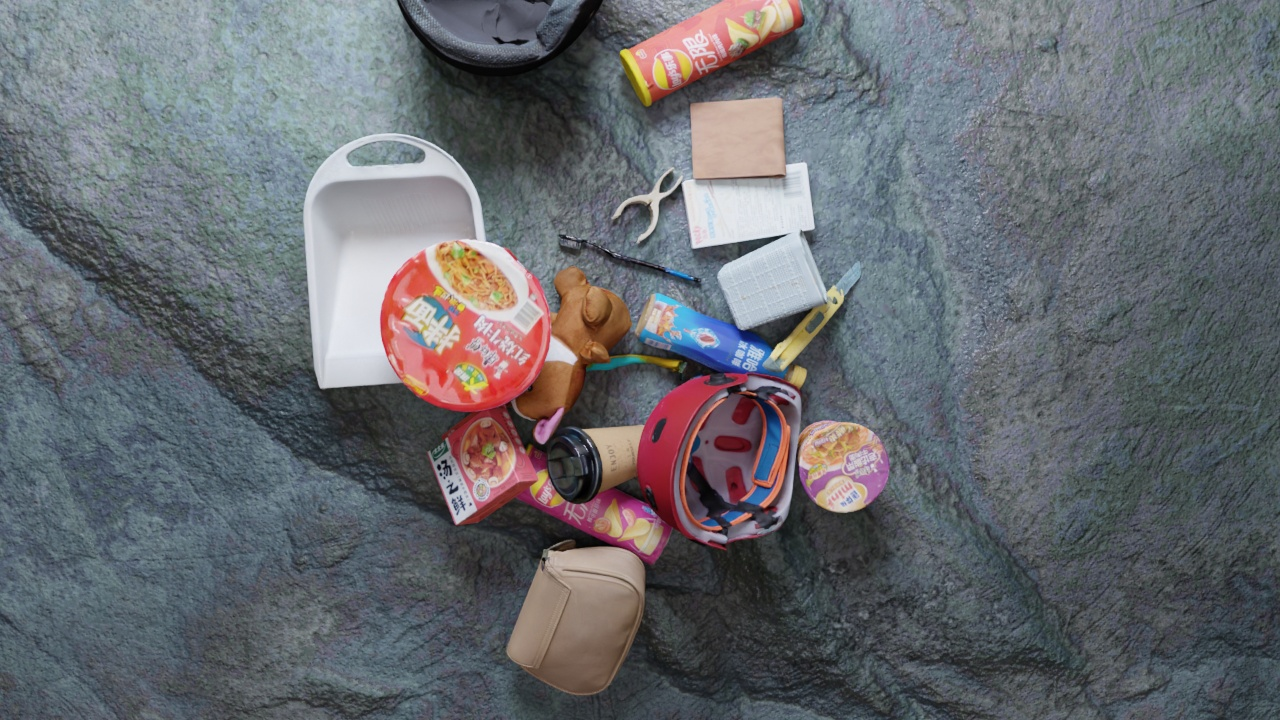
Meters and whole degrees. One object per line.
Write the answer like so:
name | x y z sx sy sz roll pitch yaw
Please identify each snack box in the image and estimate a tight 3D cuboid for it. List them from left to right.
snack box | -0.199 0.119 1.123 0.113 0.044 0.127 -36 69 24
snack box | 0.135 -0.193 1.147 0.157 0.027 0.085 -9 98 -1

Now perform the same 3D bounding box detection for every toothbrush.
toothbrush | -0.014 -0.126 1.158 0.189 0.014 0.016 17 97 -5

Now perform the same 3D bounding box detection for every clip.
clip | 0.000 -0.200 1.139 0.092 0.035 0.103 19 92 -6
clip | 0.059 0.036 1.177 0.058 0.026 0.038 -36 105 6

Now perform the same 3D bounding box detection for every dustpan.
dustpan | -0.284 -0.116 1.066 0.222 0.143 0.257 -4 73 -1

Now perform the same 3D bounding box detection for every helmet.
helmet | -0.151 -0.445 1.005 0.233 0.230 0.274 29 85 -14
helmet | 0.075 0.112 1.102 0.239 0.144 0.207 -2 99 -43

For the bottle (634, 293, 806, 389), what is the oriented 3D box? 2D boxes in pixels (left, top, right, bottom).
bottle | 0.104 -0.017 1.149 0.218 0.065 0.065 21 96 -5

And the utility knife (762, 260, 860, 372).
utility knife | 0.219 -0.054 1.149 0.196 0.020 0.031 -49 114 -21

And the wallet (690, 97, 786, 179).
wallet | 0.120 -0.271 1.127 0.115 0.020 0.101 -1 80 3

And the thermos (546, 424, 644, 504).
thermos | -0.045 0.120 1.122 0.143 0.093 0.093 -8 100 -45

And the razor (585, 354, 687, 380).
razor | -0.007 0.007 1.167 0.132 0.043 0.028 2 78 3

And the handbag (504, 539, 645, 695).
handbag | -0.077 0.321 1.164 0.147 0.099 0.205 19 113 -9

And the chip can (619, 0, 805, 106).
chip can | 0.086 -0.383 1.099 0.216 0.073 0.073 -26 97 1

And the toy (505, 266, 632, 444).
toy | -0.101 -0.008 1.118 0.130 0.140 0.200 25 101 -31

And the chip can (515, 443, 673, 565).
chip can | -0.064 0.184 1.166 0.210 0.071 0.071 28 95 -5

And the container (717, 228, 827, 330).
container | 0.160 -0.096 1.123 0.112 0.090 0.090 -21 98 16

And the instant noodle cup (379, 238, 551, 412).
instant noodle cup | -0.192 -0.041 1.041 0.194 0.065 0.194 1 100 4

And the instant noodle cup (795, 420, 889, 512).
instant noodle cup | 0.246 0.124 1.156 0.111 0.099 0.111 0 97 -1
